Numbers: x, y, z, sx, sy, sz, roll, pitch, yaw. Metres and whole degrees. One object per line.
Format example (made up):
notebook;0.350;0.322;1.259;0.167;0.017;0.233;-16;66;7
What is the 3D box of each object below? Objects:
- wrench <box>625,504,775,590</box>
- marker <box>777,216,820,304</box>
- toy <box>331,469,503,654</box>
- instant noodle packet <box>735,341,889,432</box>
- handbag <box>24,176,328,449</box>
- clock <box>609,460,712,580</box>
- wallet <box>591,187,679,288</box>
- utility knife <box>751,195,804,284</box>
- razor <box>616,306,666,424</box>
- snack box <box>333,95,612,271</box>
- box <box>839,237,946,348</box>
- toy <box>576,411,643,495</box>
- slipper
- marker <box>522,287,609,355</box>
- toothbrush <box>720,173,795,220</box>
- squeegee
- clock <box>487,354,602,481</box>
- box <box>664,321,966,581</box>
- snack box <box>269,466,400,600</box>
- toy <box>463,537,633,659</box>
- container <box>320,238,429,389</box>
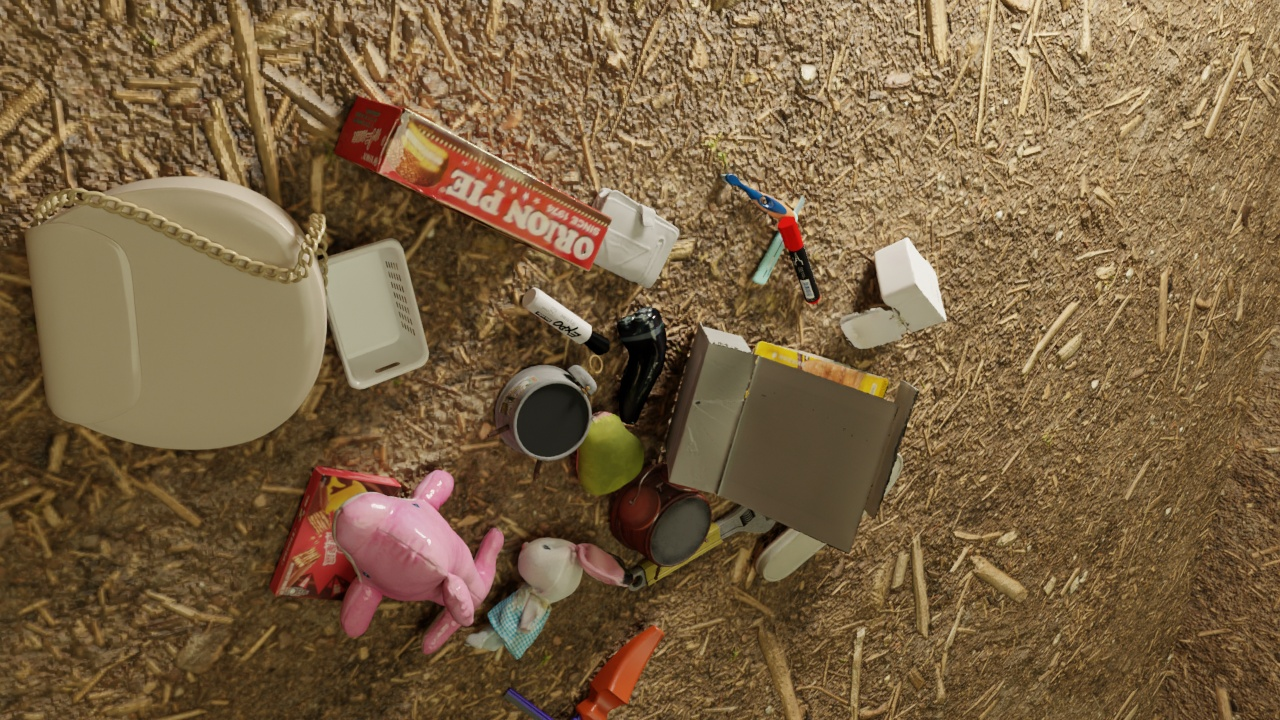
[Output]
wrench;0.091;0.245;1.254;0.272;0.018;0.084;-25;121;-28
marker;0.206;-0.125;1.184;0.023;0.021;0.145;-34;134;-4
toy;-0.209;0.214;0.926;0.186;0.128;0.266;-58;150;-17
instant noodle packet;0.214;0.070;1.250;0.221;0.084;0.163;14;99;-34
handbag;-0.357;-0.035;0.724;0.208;0.103;0.211;-1;109;-18
clock;0.027;0.186;1.140;0.120;0.072;0.158;-31;129;-24
wallet;-0.012;-0.133;1.018;0.116;0.032;0.086;17;99;-41
utility knife;0.177;-0.153;1.167;0.022;0.015;0.129;32;83;-40
razor;-0.006;0.006;1.069;0.063;0.053;0.141;14;108;-3
snack box;-0.150;-0.160;0.847;0.236;0.113;0.060;23;94;-41
box;0.345;-0.079;1.296;0.108;0.137;0.124;34;44;-40
toy;-0.038;0.106;1.074;0.090;0.051;0.110;-28;133;-19
slipper;0.273;0.220;1.356;0.274;0.054;0.114;-40;137;-3
marker;-0.078;-0.040;1.008;0.126;0.025;0.025;35;85;-41
toothbrush;0.145;-0.198;1.121;0.135;0.017;0.021;22;97;-40
squeegee;-0.034;0.426;1.207;0.249;0.055;0.184;45;78;-22
clock;-0.095;0.050;1.009;0.147;0.056;0.104;-45;120;-9
box;0.141;0.080;0.996;0.150;0.369;0.167;6;104;-41
snack box;-0.305;0.176;0.920;0.089;0.021;0.133;18;96;-42
toy;-0.121;0.266;1.071;0.205;0.131;0.105;-33;87;-6
container;-0.254;-0.048;0.853;0.080;0.049;0.129;-24;120;-29
